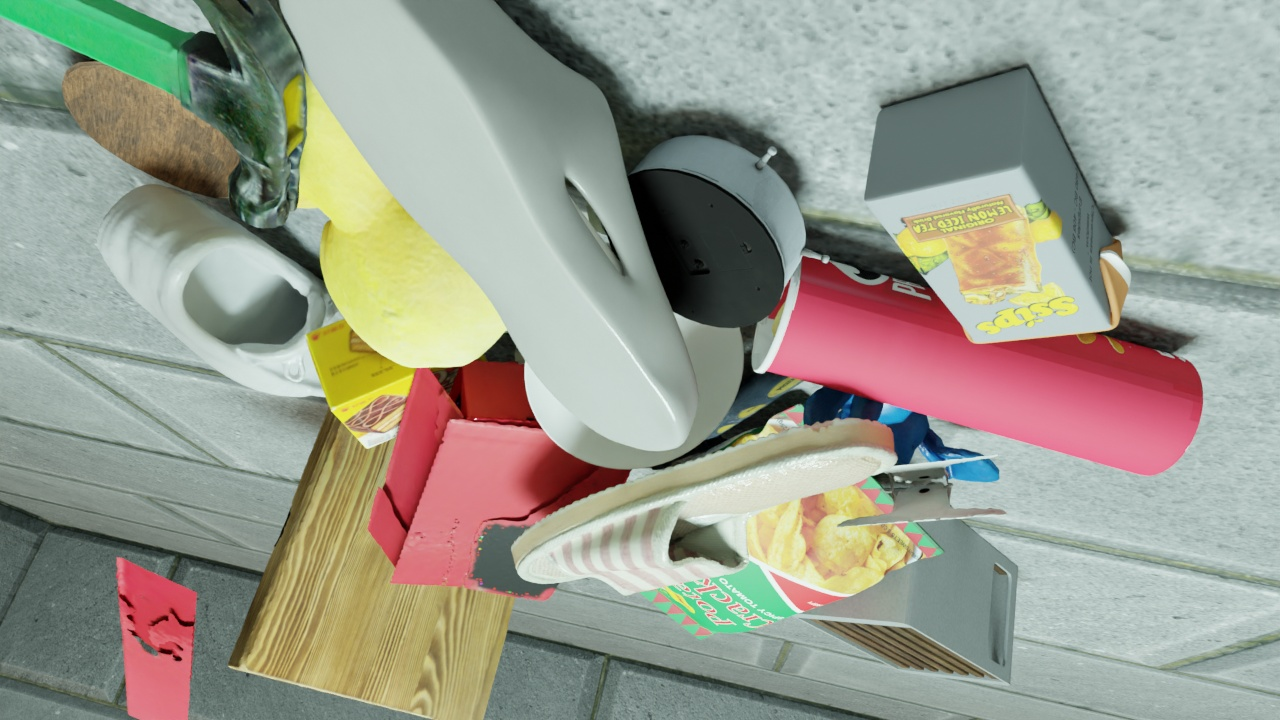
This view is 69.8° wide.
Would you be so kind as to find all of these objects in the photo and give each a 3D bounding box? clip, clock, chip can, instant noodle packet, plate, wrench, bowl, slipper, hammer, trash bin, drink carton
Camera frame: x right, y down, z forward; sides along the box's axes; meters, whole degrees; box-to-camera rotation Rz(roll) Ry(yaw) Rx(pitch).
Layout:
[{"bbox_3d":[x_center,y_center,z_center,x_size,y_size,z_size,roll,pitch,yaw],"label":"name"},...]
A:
[{"bbox_3d":[0.173,0.082,0.571,0.102,0.057,0.052,-9,134,25],"label":"clip"},{"bbox_3d":[0.023,-0.062,0.449,0.123,0.035,0.094,0,134,44],"label":"clock"},{"bbox_3d":[0.176,0.001,0.491,0.220,0.069,0.069,15,157,-3],"label":"chip can"},{"bbox_3d":[0.085,0.146,0.754,0.253,0.090,0.195,-30,119,32],"label":"instant noodle packet"},{"bbox_3d":[-0.003,0.003,0.558,0.134,0.135,0.011,23,-166,-19],"label":"plate"},{"bbox_3d":[0.064,0.037,0.674,0.073,0.022,0.274,-7,162,-24],"label":"wrench"},{"bbox_3d":[-0.252,-0.130,0.495,0.102,0.026,0.114,27,155,-24],"label":"bowl"},{"bbox_3d":[0.032,0.100,0.547,0.264,0.052,0.115,-27,150,32],"label":"slipper"},{"bbox_3d":[-0.044,-0.076,0.414,0.113,0.080,0.266,-2,129,55],"label":"slipper"},{"bbox_3d":[-0.255,-0.032,0.625,0.074,0.112,0.247,47,172,20],"label":"slipper"},{"bbox_3d":[-0.290,-0.169,0.376,0.319,0.032,0.130,24,141,-3],"label":"hammer"},{"bbox_3d":[0.255,0.217,0.867,0.115,0.114,0.228,-8,148,42],"label":"trash bin"},{"bbox_3d":[0.154,-0.059,0.394,0.076,0.048,0.125,-7,149,40],"label":"drink carton"}]

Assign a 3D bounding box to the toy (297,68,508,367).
[{"bbox_3d":[-0.131,-0.071,0.486,0.134,0.092,0.208,-13,126,28],"label":"toy"}]

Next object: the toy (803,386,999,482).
[{"bbox_3d":[0.154,0.038,0.590,0.113,0.071,0.176,-1,162,37],"label":"toy"}]

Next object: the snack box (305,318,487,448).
[{"bbox_3d":[-0.162,0.003,0.639,0.105,0.061,0.084,-23,158,-9],"label":"snack box"}]

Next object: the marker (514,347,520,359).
[{"bbox_3d":[-0.034,-0.008,0.645,0.133,0.023,0.027,-7,133,40],"label":"marker"}]

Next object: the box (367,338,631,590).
[{"bbox_3d":[-0.107,0.059,0.687,0.164,0.153,0.214,8,136,-21],"label":"box"}]

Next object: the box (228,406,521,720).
[{"bbox_3d":[-0.262,0.235,1.010,0.286,0.278,0.335,23,153,-20],"label":"box"}]
